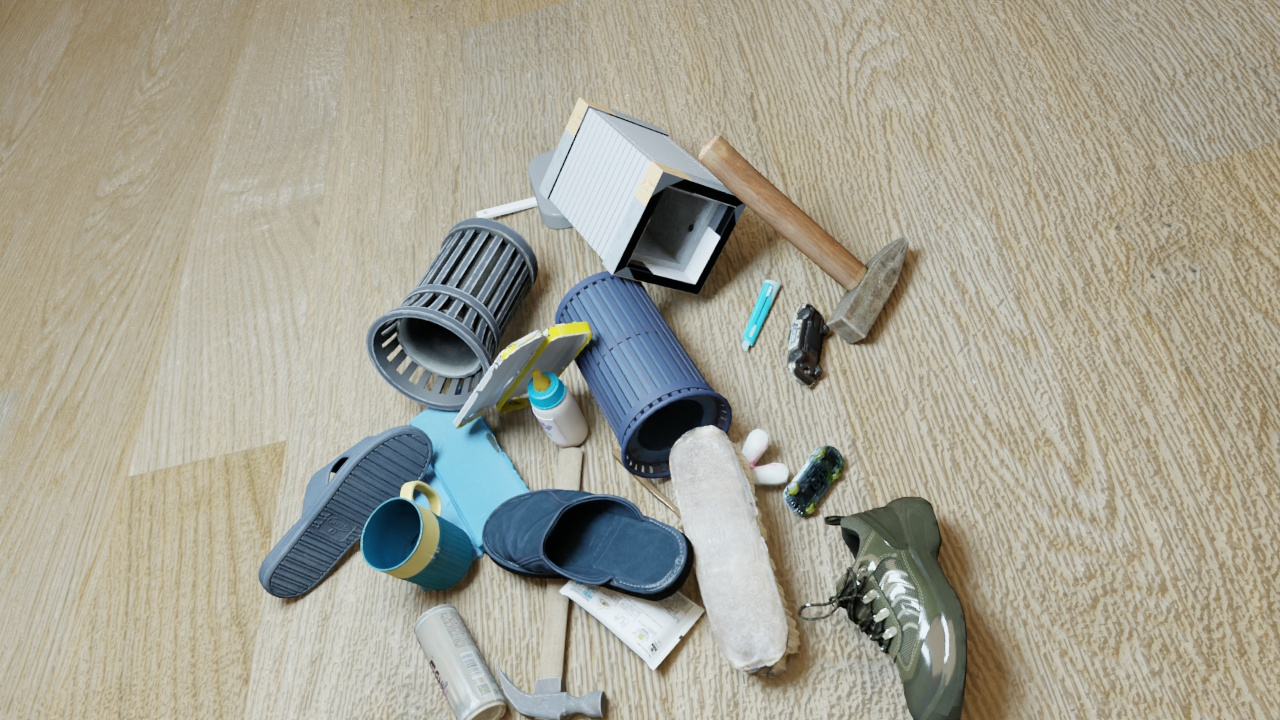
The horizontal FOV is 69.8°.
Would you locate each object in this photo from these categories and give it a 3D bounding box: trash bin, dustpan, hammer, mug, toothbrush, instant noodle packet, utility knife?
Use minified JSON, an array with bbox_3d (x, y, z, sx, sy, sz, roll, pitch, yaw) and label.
[{"bbox_3d":[-0.004,-0.222,1.229,0.247,0.142,0.143,51,122,45],"label":"trash bin"},{"bbox_3d":[-0.236,-0.072,1.221,0.164,0.164,0.226,2,42,18],"label":"trash bin"},{"bbox_3d":[-0.132,-0.266,1.431,0.257,0.033,0.163,-15,52,-6],"label":"dustpan"},{"bbox_3d":[-0.092,0.242,1.048,0.119,0.031,0.330,-7,54,12],"label":"hammer"},{"bbox_3d":[0.195,-0.174,1.141,0.301,0.037,0.157,39,67,-9],"label":"hammer"},{"bbox_3d":[-0.007,0.006,1.126,0.139,0.139,0.249,-28,50,-4],"label":"trash bin"},{"bbox_3d":[-0.251,0.198,1.052,0.083,0.107,0.113,-14,59,22],"label":"mug"},{"bbox_3d":[0.017,0.158,1.084,0.016,0.016,0.167,-39,54,-13],"label":"toothbrush"},{"bbox_3d":[-0.009,0.260,0.996,0.134,0.026,0.086,34,58,23],"label":"instant noodle packet"},{"bbox_3d":[0.156,-0.058,1.200,0.022,0.016,0.116,25,63,-3],"label":"utility knife"}]

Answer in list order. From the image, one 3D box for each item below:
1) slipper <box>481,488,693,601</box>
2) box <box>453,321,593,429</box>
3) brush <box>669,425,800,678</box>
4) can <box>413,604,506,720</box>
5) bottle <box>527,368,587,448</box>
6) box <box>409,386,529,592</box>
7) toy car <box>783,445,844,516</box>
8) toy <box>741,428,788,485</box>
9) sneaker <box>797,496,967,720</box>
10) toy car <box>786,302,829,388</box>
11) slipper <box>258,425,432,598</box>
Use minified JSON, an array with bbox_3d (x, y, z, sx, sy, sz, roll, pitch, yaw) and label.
[{"bbox_3d":[-0.074,0.184,0.993,0.266,0.083,0.108,6,58,34],"label":"slipper"},{"bbox_3d":[-0.146,0.020,1.108,0.129,0.210,0.034,-21,75,-37],"label":"box"},{"bbox_3d":[0.097,0.198,0.978,0.083,0.056,0.271,-22,60,13],"label":"brush"},{"bbox_3d":[-0.197,0.334,0.997,0.054,0.054,0.135,-35,53,-9],"label":"can"},{"bbox_3d":[-0.105,0.054,1.113,0.051,0.146,0.051,-8,53,11],"label":"bottle"},{"bbox_3d":[-0.246,0.157,1.158,0.174,0.033,0.231,-37,53,-7],"label":"box"},{"bbox_3d":[0.194,0.134,1.035,0.089,0.038,0.027,-48,15,-20],"label":"toy car"},{"bbox_3d":[0.104,0.136,1.060,0.125,0.037,0.076,-29,56,3],"label":"toy"},{"bbox_3d":[0.230,0.239,0.897,0.143,0.101,0.237,-3,49,3],"label":"sneaker"},{"bbox_3d":[0.202,-0.018,1.138,0.041,0.048,0.112,-20,43,44],"label":"toy car"},{"bbox_3d":[-0.374,0.171,1.132,0.263,0.101,0.082,-48,48,-6],"label":"slipper"}]
